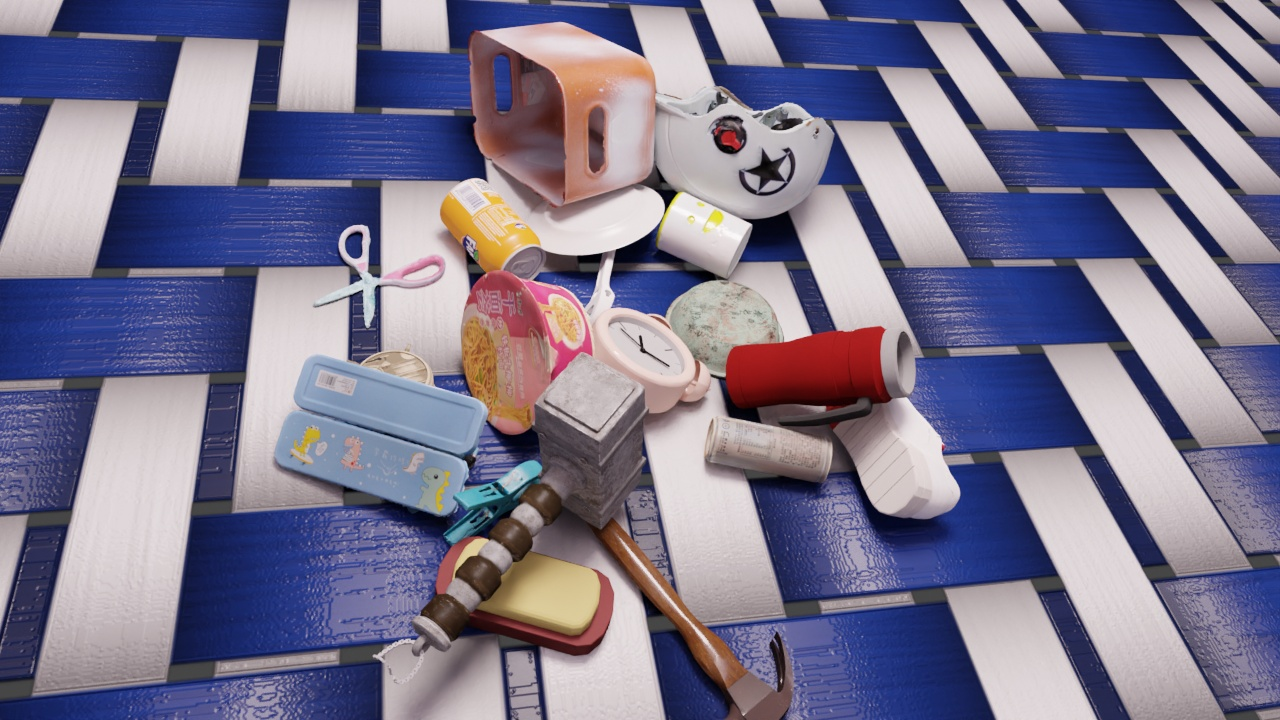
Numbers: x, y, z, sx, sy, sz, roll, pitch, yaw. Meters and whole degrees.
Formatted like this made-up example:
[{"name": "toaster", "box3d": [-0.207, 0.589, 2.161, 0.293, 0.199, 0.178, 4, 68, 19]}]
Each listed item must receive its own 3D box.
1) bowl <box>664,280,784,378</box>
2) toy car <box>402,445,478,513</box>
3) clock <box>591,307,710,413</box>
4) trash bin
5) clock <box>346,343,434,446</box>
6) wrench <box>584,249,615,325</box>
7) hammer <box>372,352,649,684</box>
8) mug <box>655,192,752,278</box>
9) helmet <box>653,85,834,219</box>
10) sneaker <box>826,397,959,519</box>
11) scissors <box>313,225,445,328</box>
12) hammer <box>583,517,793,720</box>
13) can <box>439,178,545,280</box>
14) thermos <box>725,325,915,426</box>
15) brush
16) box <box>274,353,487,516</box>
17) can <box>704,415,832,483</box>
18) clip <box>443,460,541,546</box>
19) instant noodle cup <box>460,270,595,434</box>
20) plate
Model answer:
[{"name": "bowl", "box3d": [0.110, -0.049, 1.162, 0.157, 0.039, 0.157, 6, 50, -7]}, {"name": "toy car", "box3d": [-0.219, 0.109, 0.969, 0.060, 0.028, 0.107, 32, 52, 16]}, {"name": "clock", "box3d": [-0.006, 0.006, 1.068, 0.160, 0.086, 0.131, -10, 51, -42]}, {"name": "trash bin", "box3d": [-0.104, -0.342, 1.243, 0.157, 0.182, 0.260, -20, 39, -28]}, {"name": "clock", "box3d": [-0.262, 0.041, 0.996, 0.092, 0.055, 0.140, -17, 50, -24]}, {"name": "wrench", "box3d": [-0.042, -0.133, 1.193, 0.018, 0.066, 0.272, 24, 43, -14]}, {"name": "hammer", "box3d": [-0.112, 0.156, 0.832, 0.079, 0.177, 0.325, 29, 57, 19]}, {"name": "mug", "box3d": [0.085, -0.167, 1.230, 0.106, 0.083, 0.082, 26, 50, 9]}, {"name": "helmet", "box3d": [0.125, -0.285, 1.277, 0.264, 0.164, 0.236, 8, 21, -9]}, {"name": "sneaker", "box3d": [0.299, 0.083, 1.071, 0.104, 0.091, 0.236, 16, 36, -27]}, {"name": "scissors", "box3d": [-0.336, -0.113, 1.145, 0.170, 0.014, 0.173, -28, 62, -26]}, {"name": "hammer", "box3d": [0.023, 0.232, 0.914, 0.115, 0.033, 0.323, -29, 61, -29]}, {"name": "can", "box3d": [-0.189, -0.162, 1.171, 0.079, 0.079, 0.142, -27, 60, -30]}, {"name": "thermos", "box3d": [0.200, 0.022, 1.034, 0.199, 0.084, 0.107, -6, 59, 32]}, {"name": "brush", "box3d": [-0.111, 0.222, 0.886, 0.173, 0.042, 0.082, 15, 49, 2]}, {"name": "box", "box3d": [-0.268, 0.075, 0.940, 0.209, 0.021, 0.125, 15, 78, 11]}, {"name": "can", "box3d": [0.143, 0.100, 1.034, 0.135, 0.054, 0.054, 11, 49, -3]}, {"name": "clip", "box3d": [-0.148, 0.148, 0.946, 0.120, 0.104, 0.027, -29, 65, -38]}, {"name": "instant noodle cup", "box3d": [-0.120, -0.012, 1.011, 0.077, 0.179, 0.178, -9, 51, -39]}, {"name": "plate", "box3d": [-0.063, -0.200, 1.227, 0.188, 0.016, 0.188, -7, 39, 5]}]
